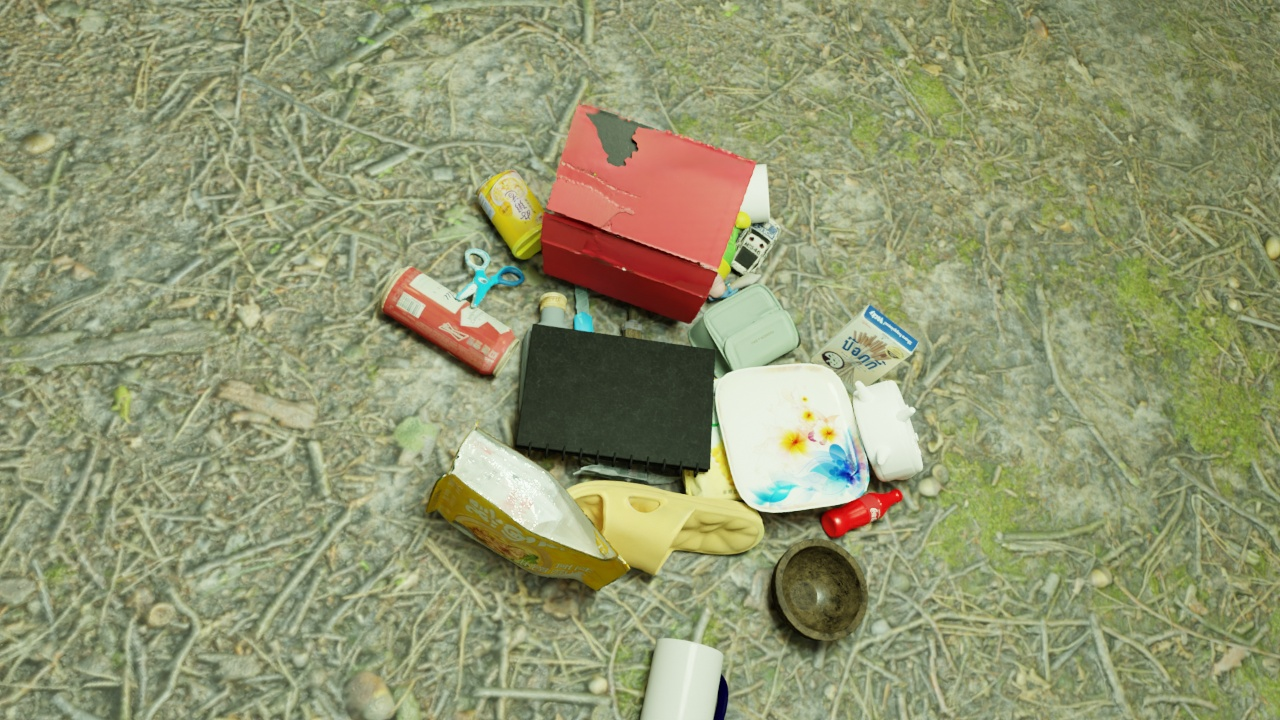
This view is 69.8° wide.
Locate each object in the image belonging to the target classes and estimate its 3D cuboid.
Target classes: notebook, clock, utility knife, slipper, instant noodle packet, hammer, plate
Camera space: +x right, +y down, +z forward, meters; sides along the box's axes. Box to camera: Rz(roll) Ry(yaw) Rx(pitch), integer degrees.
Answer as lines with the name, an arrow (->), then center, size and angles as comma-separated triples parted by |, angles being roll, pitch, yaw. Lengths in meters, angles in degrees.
notebook -> -0.026, 0.048, 1.111 | 0.231, 0.019, 0.168 | 8, 64, -7
clock -> 0.330, 0.090, 1.195 | 0.073, 0.161, 0.125 | -18, 69, 18
utility knife -> -0.070, -0.019, 1.194 | 0.031, 0.015, 0.209 | 2, 70, -20
slipper -> 0.025, 0.206, 1.074 | 0.263, 0.100, 0.078 | 8, 44, -19
instant noodle packet -> -0.121, 0.181, 1.007 | 0.221, 0.163, 0.084 | 35, 61, 0
hammer -> -0.008, 0.007, 1.194 | 0.147, 0.028, 0.316 | 14, 63, -24
plate -> 0.187, 0.095, 1.144 | 0.186, 0.016, 0.186 | -4, 69, -19

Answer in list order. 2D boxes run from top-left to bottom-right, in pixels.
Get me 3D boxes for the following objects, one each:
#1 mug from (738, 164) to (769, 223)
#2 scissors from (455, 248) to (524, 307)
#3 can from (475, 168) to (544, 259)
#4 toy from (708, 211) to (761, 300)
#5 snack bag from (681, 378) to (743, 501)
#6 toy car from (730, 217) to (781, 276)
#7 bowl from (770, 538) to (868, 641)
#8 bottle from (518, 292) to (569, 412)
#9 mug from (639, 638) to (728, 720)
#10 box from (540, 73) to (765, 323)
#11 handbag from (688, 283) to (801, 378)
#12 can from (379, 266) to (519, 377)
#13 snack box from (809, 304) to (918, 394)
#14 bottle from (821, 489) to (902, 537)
mug -> 0.139, -0.239, 1.320 | 0.088, 0.114, 0.081 | -3, 106, 10
scissors -> -0.189, -0.096, 1.158 | 0.090, 0.014, 0.140 | 23, 30, -13
can -> -0.163, -0.193, 1.211 | 0.067, 0.068, 0.105 | -29, 78, -26
toy -> 0.096, -0.138, 1.250 | 0.131, 0.097, 0.124 | -39, 86, -25
snack bag -> 0.154, 0.103, 1.180 | 0.247, 0.068, 0.159 | -2, 67, -18
toy car -> 0.165, -0.169, 1.317 | 0.048, 0.041, 0.112 | 35, 61, -1
bowl -> 0.211, 0.285, 1.125 | 0.121, 0.056, 0.121 | 6, 66, -14
bottle -> -0.113, -0.008, 1.158 | 0.072, 0.046, 0.161 | 7, 65, -14
mug -> 0.058, 0.377, 1.033 | 0.112, 0.079, 0.096 | 33, 58, -33
box -> -0.003, -0.157, 1.074 | 0.211, 0.316, 0.123 | 19, 54, 0
handbag -> 0.141, -0.036, 1.238 | 0.121, 0.067, 0.106 | -29, 79, -26
can -> -0.234, -0.047, 1.126 | 0.170, 0.067, 0.067 | 33, 62, -1
snack box -> 0.296, -0.011, 1.227 | 0.082, 0.150, 0.026 | 39, 61, 2
bottle -> 0.293, 0.195, 1.200 | 0.118, 0.036, 0.036 | -18, 74, -24
